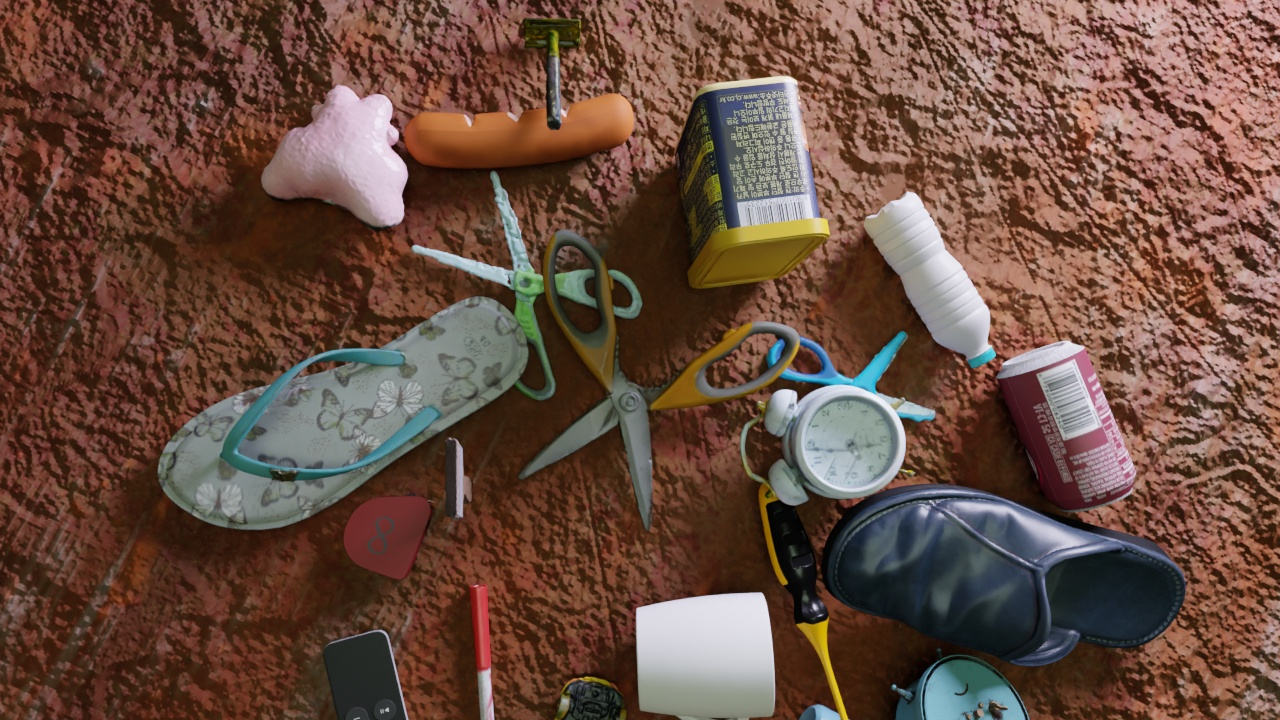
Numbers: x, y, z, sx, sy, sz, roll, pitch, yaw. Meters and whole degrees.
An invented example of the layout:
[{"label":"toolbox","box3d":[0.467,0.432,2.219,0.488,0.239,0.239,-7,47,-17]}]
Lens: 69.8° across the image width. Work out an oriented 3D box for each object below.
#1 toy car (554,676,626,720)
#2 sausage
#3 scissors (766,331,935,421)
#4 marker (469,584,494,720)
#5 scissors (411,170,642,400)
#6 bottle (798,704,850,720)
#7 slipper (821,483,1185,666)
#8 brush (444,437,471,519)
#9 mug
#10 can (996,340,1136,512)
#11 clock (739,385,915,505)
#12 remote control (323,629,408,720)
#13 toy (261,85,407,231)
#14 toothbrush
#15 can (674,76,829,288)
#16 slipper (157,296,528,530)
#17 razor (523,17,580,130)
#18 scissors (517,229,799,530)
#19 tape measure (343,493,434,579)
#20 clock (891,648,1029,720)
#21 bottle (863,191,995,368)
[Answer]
[{"label":"toy car","box3d":[-0.043,0.275,0.637,0.049,0.030,0.107,16,82,-5]},{"label":"sausage","box3d":[-0.086,-0.163,0.660,0.164,0.039,0.044,-7,81,-6]},{"label":"scissors","box3d":[0.150,0.026,0.682,0.140,0.011,0.134,37,86,0]},{"label":"marker","box3d":[-0.108,0.229,0.644,0.013,0.013,0.142,-4,87,-5]},{"label":"scissors","box3d":[-0.078,-0.057,0.669,0.165,0.024,0.171,-13,90,0]},{"label":"bottle","box3d":[0.172,0.291,0.650,0.130,0.040,0.040,29,84,-2]},{"label":"slipper","box3d":[0.263,0.159,0.634,0.265,0.083,0.109,11,106,-4]},{"label":"brush","box3d":[-0.115,0.082,0.588,0.008,0.143,0.045,-1,77,-7]},{"label":"mug","box3d":[0.043,0.216,0.633,0.087,0.080,0.114,-3,117,1]},{"label":"can","box3d":[0.309,0.047,0.667,0.063,0.063,0.114,-21,88,-6]},{"label":"clock","box3d":[0.129,0.059,0.645,0.117,0.057,0.083,-6,87,3]},{"label":"remote control","box3d":[-0.182,0.263,0.637,0.045,0.008,0.146,-14,87,-6]},{"label":"toy","box3d":[-0.209,-0.144,0.642,0.102,0.050,0.093,14,88,-1]},{"label":"toothbrush","box3d":[0.119,0.178,0.643,0.031,0.031,0.196,-10,73,-21]},{"label":"can","box3d":[0.069,-0.116,0.623,0.075,0.135,0.104,-8,84,-6]},{"label":"slipper","box3d":[-0.200,0.042,0.625,0.268,0.055,0.098,-24,91,-5]},{"label":"razor","box3d":[-0.062,-0.203,0.650,0.042,0.026,0.105,0,56,-7]},{"label":"scissors","box3d":[-0.003,0.005,0.653,0.225,0.016,0.230,-30,98,0]},{"label":"tape measure","box3d":[-0.177,0.118,0.643,0.051,0.019,0.059,21,77,-1]},{"label":"clock","box3d":[0.231,0.265,0.631,0.089,0.053,0.124,-22,68,-33]},{"label":"bottle","box3d":[0.217,-0.057,0.676,0.044,0.044,0.136,-32,89,-7]}]
